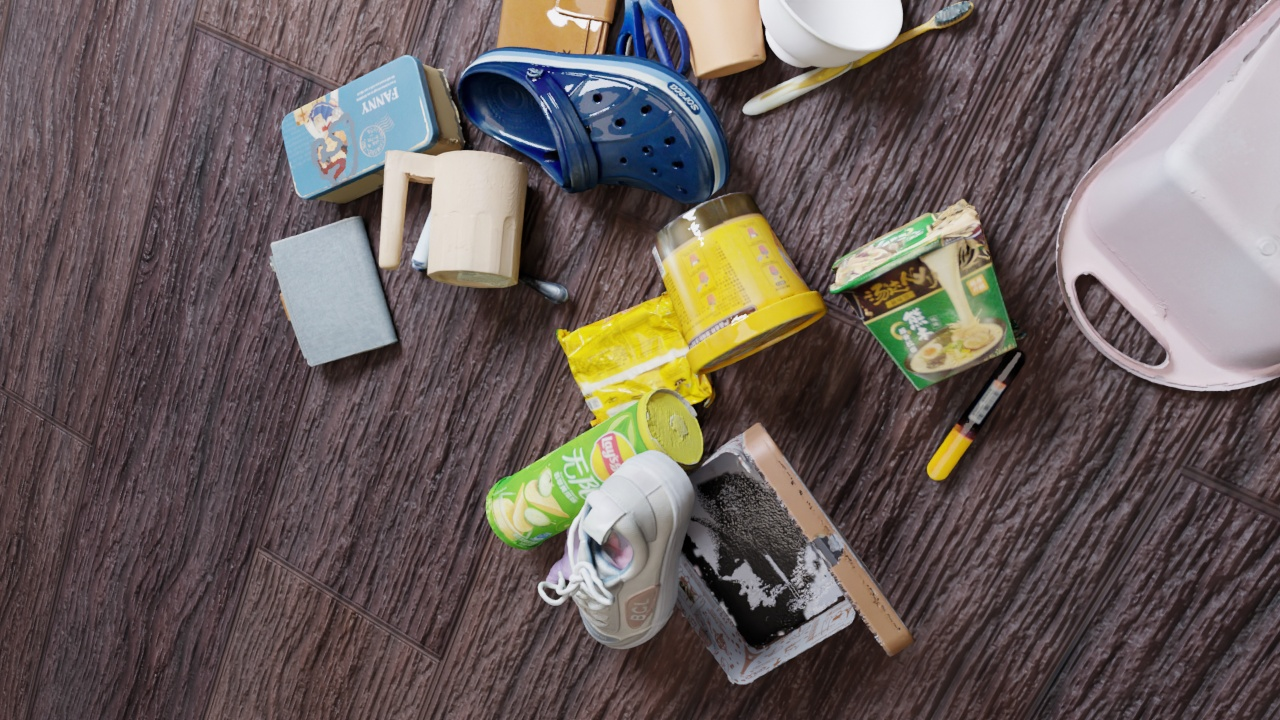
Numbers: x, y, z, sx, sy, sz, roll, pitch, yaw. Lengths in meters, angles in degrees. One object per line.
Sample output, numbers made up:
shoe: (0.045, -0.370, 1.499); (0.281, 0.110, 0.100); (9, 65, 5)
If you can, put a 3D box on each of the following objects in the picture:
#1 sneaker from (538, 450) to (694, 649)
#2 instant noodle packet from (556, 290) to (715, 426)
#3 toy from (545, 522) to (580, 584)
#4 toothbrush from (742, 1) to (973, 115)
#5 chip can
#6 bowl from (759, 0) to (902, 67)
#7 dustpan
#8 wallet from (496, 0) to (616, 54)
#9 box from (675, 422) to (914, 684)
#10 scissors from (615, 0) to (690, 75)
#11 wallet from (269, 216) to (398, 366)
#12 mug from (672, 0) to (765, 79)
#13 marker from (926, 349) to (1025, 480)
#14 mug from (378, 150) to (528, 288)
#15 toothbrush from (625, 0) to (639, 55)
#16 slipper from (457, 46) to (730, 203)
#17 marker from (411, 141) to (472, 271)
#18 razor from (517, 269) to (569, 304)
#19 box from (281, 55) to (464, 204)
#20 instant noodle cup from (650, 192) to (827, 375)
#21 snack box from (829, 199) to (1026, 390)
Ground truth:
sneaker: (-0.025, 0.176, 0.736); (0.089, 0.090, 0.243); (39, 140, 24)
instant noodle packet: (-0.005, 0.005, 0.815); (0.129, 0.044, 0.111); (-20, 93, 23)
toy: (-0.034, 0.201, 0.858); (0.108, 0.038, 0.084); (28, 107, 16)
toothbrush: (0.168, -0.239, 0.729); (0.192, 0.018, 0.016); (-20, 90, 21)
chip can: (-0.047, 0.101, 0.805); (0.222, 0.072, 0.072); (-32, 87, 35)
bowl: (0.133, -0.265, 0.705); (0.118, 0.118, 0.065); (52, 147, 5)
dustpan: (0.446, -0.114, 0.657); (0.273, 0.139, 0.222); (-38, 83, -8)
wallet: (-0.070, -0.313, 0.796); (0.108, 0.031, 0.132); (16, 104, 18)
box: (0.085, 0.166, 0.735); (0.156, 0.226, 0.180); (-36, 87, 4)
scissors: (-0.009, -0.300, 0.750); (0.171, 0.012, 0.141); (56, 141, 16)
wallet: (-0.307, -0.067, 0.914); (0.107, 0.037, 0.130); (-15, 94, 10)
mug: (0.059, -0.293, 0.733); (0.078, 0.078, 0.123); (-10, 100, 20)
marker: (0.271, 0.044, 0.740); (0.018, 0.015, 0.124); (33, 105, 10)
mug: (-0.163, -0.124, 0.803); (0.124, 0.084, 0.103); (5, 83, -18)
toothbrush: (-0.003, -0.294, 0.783); (0.016, 0.016, 0.180); (13, 103, 9)
slipper: (-0.050, -0.193, 0.758); (0.253, 0.095, 0.105); (22, 148, 18)
marker: (-0.188, -0.144, 0.868); (0.022, 0.018, 0.131); (40, 112, 45)
razor: (-0.127, -0.086, 0.855); (0.143, 0.022, 0.042); (26, 89, 15)
box: (-0.244, -0.211, 0.849); (0.185, 0.059, 0.089); (-18, 86, 27)
instant noodle cup: (0.072, -0.063, 0.743); (0.119, 0.118, 0.114); (-29, 81, 21)
snack box: (0.219, -0.045, 0.698); (0.118, 0.118, 0.105); (-27, 99, 21)
